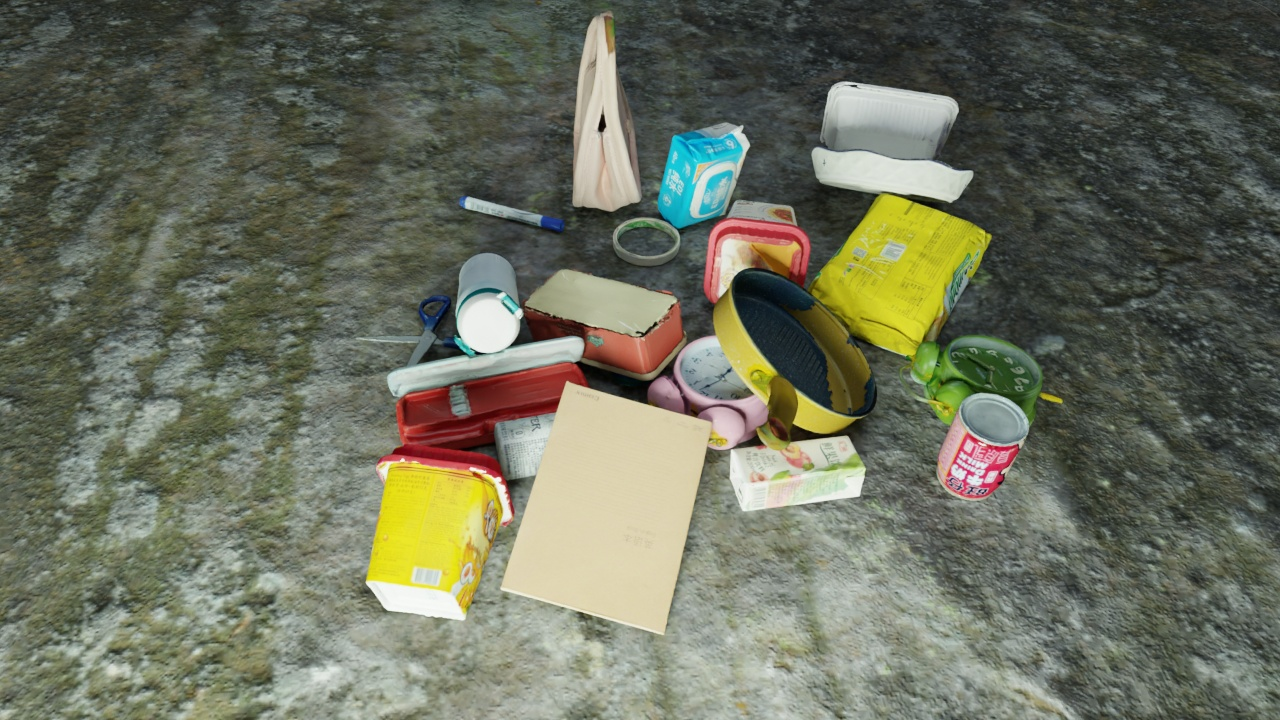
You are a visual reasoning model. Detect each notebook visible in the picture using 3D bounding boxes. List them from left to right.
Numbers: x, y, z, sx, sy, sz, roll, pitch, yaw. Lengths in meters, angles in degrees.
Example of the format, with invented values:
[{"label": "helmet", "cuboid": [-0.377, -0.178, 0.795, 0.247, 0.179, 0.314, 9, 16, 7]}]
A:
[{"label": "notebook", "cuboid": [-0.026, 0.130, 0.850, 0.149, 0.012, 0.211, 15, 62, 2]}]

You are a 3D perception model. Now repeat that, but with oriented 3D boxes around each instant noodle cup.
[{"label": "instant noodle cup", "cuboid": [-0.180, 0.153, 0.807, 0.116, 0.116, 0.123, 6, 57, 5]}, {"label": "instant noodle cup", "cuboid": [0.140, -0.131, 1.098, 0.116, 0.117, 0.124, 8, 34, 5]}, {"label": "instant noodle cup", "cuboid": [0.338, -0.311, 1.273, 0.173, 0.138, 0.060, 10, 67, 8]}]

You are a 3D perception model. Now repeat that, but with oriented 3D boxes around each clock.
[{"label": "clock", "cuboid": [0.075, 0.038, 0.958, 0.117, 0.060, 0.158, 28, 52, 24]}, {"label": "clock", "cuboid": [0.351, 0.025, 0.972, 0.161, 0.056, 0.116, -3, 38, -13]}]

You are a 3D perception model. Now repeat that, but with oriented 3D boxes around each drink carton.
[{"label": "drink carton", "cuboid": [0.153, 0.111, 0.899, 0.122, 0.046, 0.053, -6, 36, -9]}]

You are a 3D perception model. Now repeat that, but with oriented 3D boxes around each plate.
[{"label": "plate", "cuboid": [0.320, -0.239, 1.188, 0.205, 0.045, 0.204, 9, 11, -2]}]

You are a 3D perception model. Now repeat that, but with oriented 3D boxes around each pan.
[{"label": "pan", "cuboid": [0.144, 0.010, 0.881, 0.197, 0.078, 0.356, 42, 33, -1]}]

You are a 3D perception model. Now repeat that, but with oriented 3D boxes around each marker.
[{"label": "marker", "cuboid": [-0.169, -0.193, 1.204, 0.146, 0.017, 0.016, 15, 47, 12]}]

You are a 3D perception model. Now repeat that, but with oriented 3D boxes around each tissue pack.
[{"label": "tissue pack", "cuboid": [0.080, -0.236, 1.175, 0.089, 0.140, 0.063, -22, 58, -29]}]

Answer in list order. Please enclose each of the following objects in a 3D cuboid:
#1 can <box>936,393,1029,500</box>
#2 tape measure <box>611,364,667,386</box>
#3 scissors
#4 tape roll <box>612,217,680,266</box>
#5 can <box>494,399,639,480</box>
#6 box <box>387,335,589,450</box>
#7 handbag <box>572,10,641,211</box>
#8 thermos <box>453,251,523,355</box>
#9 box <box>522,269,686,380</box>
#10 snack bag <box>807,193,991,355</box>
[{"label": "can", "cuboid": [0.332, 0.086, 0.898, 0.066, 0.094, 0.066, 2, 46, -2]}, {"label": "tape measure", "cuboid": [-0.006, 0.006, 1.010, 0.054, 0.025, 0.058, -32, 45, -26]}, {"label": "scissors", "cuboid": [-0.224, -0.026, 1.019, 0.162, 0.012, 0.173, 13, 32, -3]}, {"label": "tape roll", "cuboid": [0.007, -0.153, 1.174, 0.086, 0.014, 0.085, 1, 46, -1]}, {"label": "can", "cuboid": [-0.069, 0.078, 0.913, 0.146, 0.058, 0.058, -10, 47, -11]}, {"label": "box", "cuboid": [-0.153, 0.021, 0.939, 0.201, 0.098, 0.095, -11, 46, -13]}, {"label": "handbag", "cuboid": [-0.048, -0.334, 1.195, 0.093, 0.235, 0.193, -2, 46, -2]}, {"label": "thermos", "cuboid": [-0.164, -0.061, 0.973, 0.073, 0.073, 0.224, -5, 18, -8]}, {"label": "box", "cuboid": [-0.041, -0.049, 1.002, 0.168, 0.077, 0.091, 16, 46, 31]}, {"label": "snack bag", "cuboid": [0.311, -0.112, 1.110, 0.158, 0.068, 0.245, 25, 51, 21]}]
